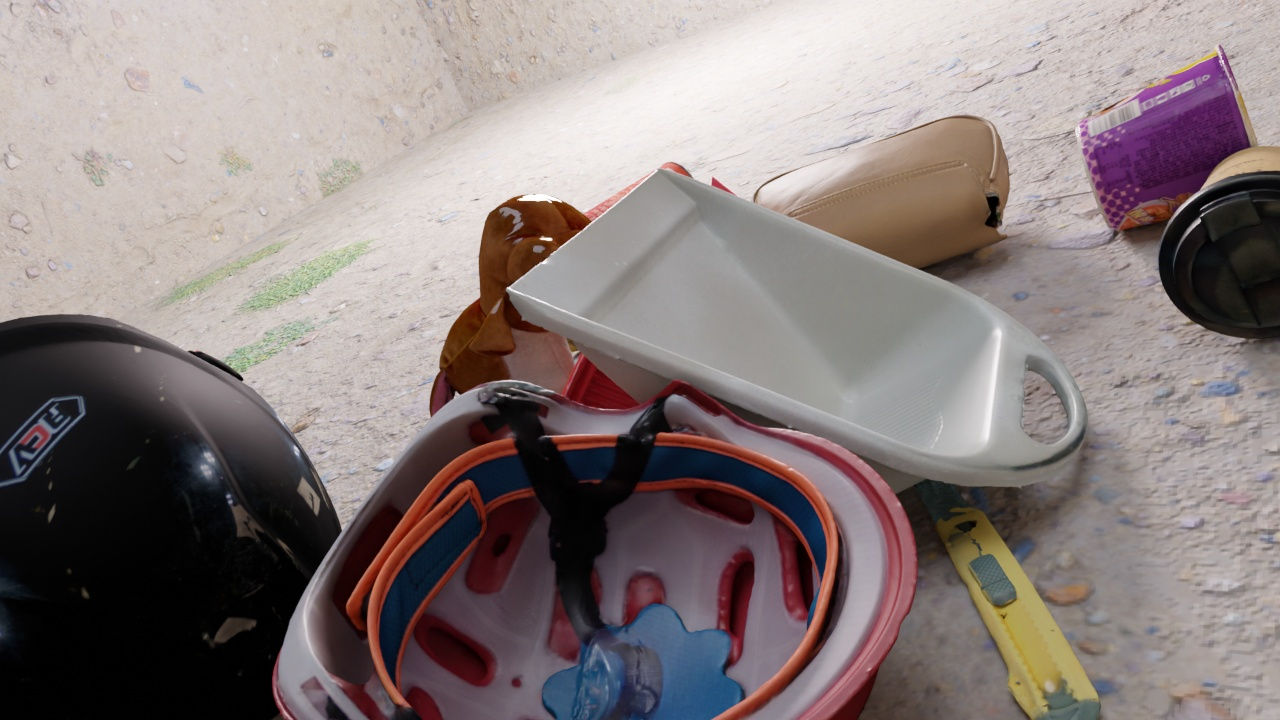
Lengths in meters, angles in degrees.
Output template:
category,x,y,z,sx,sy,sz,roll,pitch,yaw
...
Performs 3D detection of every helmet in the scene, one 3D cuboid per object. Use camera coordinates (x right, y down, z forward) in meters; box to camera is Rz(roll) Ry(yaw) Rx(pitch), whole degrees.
category,x,y,z,sx,sy,sz,roll,pitch,yaw
helmet,-0.010,0.119,0.391,0.240,0.144,0.206,2,39,16
helmet,-0.305,0.107,0.545,0.230,0.275,0.232,18,55,20

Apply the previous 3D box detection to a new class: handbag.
category,x,y,z,sx,sy,sz,roll,pitch,yaw
handbag,0.199,-0.119,0.753,0.205,0.100,0.147,-16,32,19

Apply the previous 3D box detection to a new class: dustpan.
category,x,y,z,sx,sy,sz,roll,pitch,yaw
dustpan,0.104,-0.024,0.507,0.143,0.258,0.222,-39,7,35

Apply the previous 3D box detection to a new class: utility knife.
category,x,y,z,sx,sy,sz,roll,pitch,yaw
utility knife,0.161,0.101,0.425,0.031,0.020,0.196,-20,18,7

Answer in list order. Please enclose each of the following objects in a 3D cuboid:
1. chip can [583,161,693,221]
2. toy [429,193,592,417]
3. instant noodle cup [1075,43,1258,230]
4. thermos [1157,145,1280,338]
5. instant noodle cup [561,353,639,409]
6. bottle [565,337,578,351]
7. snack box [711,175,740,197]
category,x,y,z,sx,sy,sz,roll,pitch,yaw
chip can,-0.028,-0.157,1.074,0.216,0.073,0.073,-38,27,-27
toy,-0.086,-0.025,0.705,0.139,0.130,0.200,-14,-31,-50
instant noodle cup,0.367,-0.145,0.639,0.099,0.111,0.111,-20,22,34
thermos,0.353,-0.076,0.524,0.093,0.093,0.142,-6,23,37
instant noodle cup,-0.004,0.004,0.630,0.066,0.194,0.193,26,35,2
bottle,-0.019,-0.059,0.793,0.065,0.065,0.219,-41,1,-34
snack box,0.079,-0.069,0.712,0.044,0.127,0.113,4,21,-11
